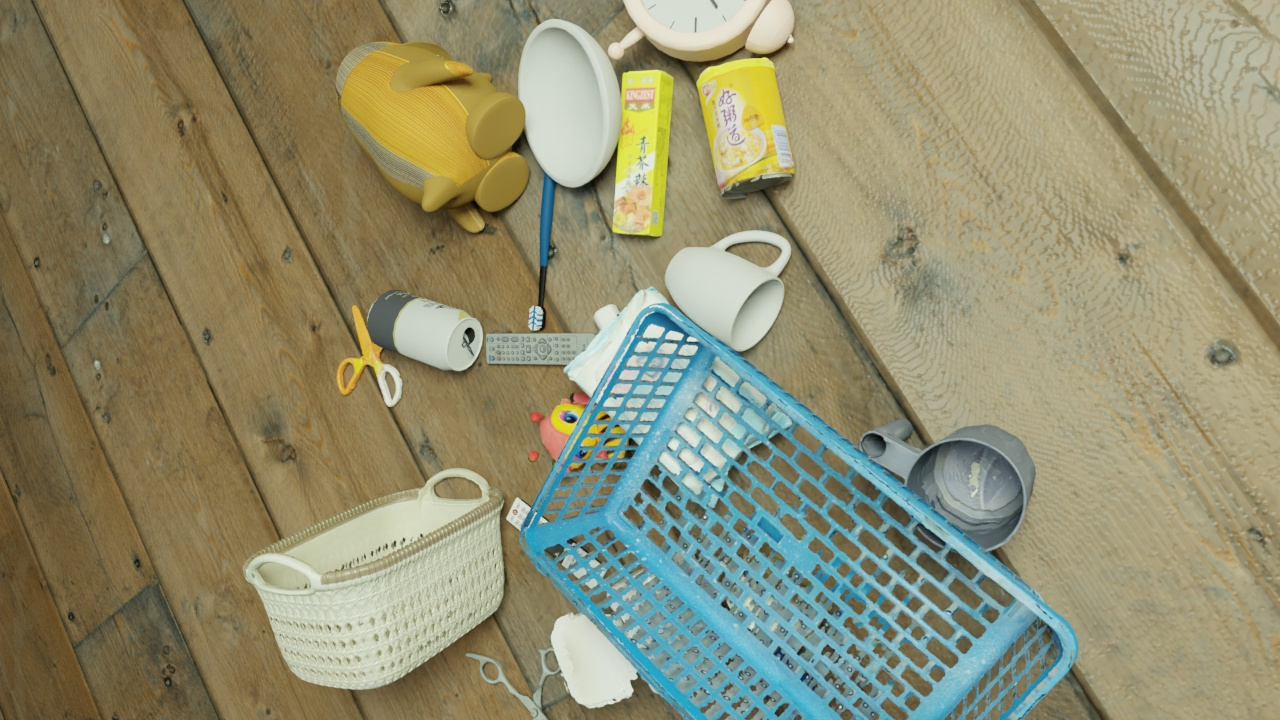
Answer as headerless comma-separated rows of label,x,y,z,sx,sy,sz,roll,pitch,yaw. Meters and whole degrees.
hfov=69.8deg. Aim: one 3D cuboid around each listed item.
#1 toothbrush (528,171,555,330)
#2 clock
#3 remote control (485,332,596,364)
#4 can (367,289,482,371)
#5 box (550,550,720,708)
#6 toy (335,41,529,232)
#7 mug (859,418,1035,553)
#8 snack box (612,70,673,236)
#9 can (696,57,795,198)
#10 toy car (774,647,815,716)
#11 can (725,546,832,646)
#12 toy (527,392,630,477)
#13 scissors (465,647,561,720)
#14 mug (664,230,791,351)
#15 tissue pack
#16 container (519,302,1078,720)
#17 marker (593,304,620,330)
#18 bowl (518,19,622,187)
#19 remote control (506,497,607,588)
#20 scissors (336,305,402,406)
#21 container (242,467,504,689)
toothbrush,-0.097,-0.113,0.919,0.014,0.014,0.168,11,100,38
clock,0.055,-0.328,0.794,0.161,0.086,0.131,2,96,19
remote control,-0.100,-0.012,0.927,0.137,0.013,0.033,1,94,28
can,-0.223,-0.030,0.963,0.127,0.064,0.064,18,102,26
box,-0.007,0.255,0.836,0.137,0.125,0.108,-35,78,28
toy,-0.212,-0.242,0.909,0.203,0.162,0.199,38,150,23
mug,0.237,0.084,0.703,0.124,0.103,0.084,29,107,24
snack box,0.002,-0.190,0.850,0.040,0.028,0.148,7,97,27
can,0.090,-0.198,0.781,0.068,0.067,0.105,-13,88,28
toy car,0.131,0.310,0.815,0.062,0.033,0.092,-41,75,17
can,0.118,0.201,0.786,0.086,0.086,0.043,34,108,22
toy,-0.056,0.071,0.893,0.103,0.046,0.084,0,71,18
scissors,-0.122,0.358,0.968,0.174,0.014,0.142,22,101,26
mug,0.079,-0.074,0.804,0.089,0.071,0.107,35,81,31
tissue pack,0.033,0.032,0.811,0.182,0.070,0.112,44,98,11
container,0.099,0.154,0.684,0.362,0.089,0.258,41,117,23
marker,-0.005,0.005,0.872,0.025,0.025,0.126,-35,78,26
bowl,-0.058,-0.239,0.855,0.150,0.043,0.150,30,129,45
remote control,-0.085,0.186,0.935,0.124,0.011,0.028,34,109,22
scissors,-0.302,0.000,1.038,0.127,0.011,0.125,42,113,17
container,-0.247,0.210,0.903,0.185,0.245,0.143,-4,101,32
